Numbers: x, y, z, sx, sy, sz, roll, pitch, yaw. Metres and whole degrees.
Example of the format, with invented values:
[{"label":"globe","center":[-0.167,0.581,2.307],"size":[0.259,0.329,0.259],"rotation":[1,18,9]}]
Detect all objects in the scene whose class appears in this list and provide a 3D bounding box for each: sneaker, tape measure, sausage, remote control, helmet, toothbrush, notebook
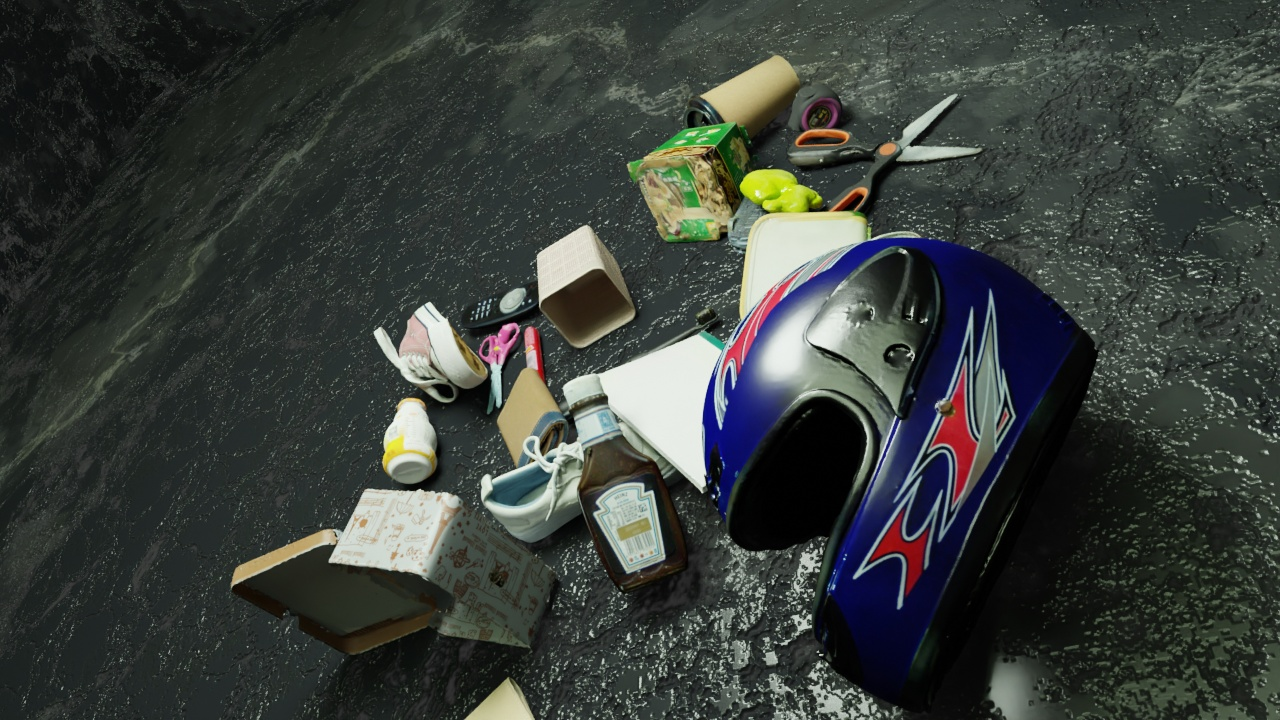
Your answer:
[{"label":"sneaker","center":[-0.050,0.098,0.911],"size":[0.242,0.091,0.089],"rotation":[-27,43,15]},{"label":"tape measure","center":[0.209,-0.299,1.093],"size":[0.057,0.057,0.039],"rotation":[1,37,-15]},{"label":"sausage","center":[-0.126,0.011,1.104],"size":[0.020,0.020,0.155],"rotation":[-28,42,14]},{"label":"remote control","center":[-0.177,-0.070,1.212],"size":[0.137,0.024,0.053],"rotation":[-16,44,25]},{"label":"helmet","center":[0.161,0.056,0.659],"size":[0.240,0.247,0.314],"rotation":[23,63,27]},{"label":"toothbrush","center":[-0.006,0.006,1.008],"size":[0.213,0.027,0.026],"rotation":[-34,34,9]},{"label":"notebook","center":[0.061,0.040,0.889],"size":[0.150,0.012,0.209],"rotation":[-23,36,-22]},{"label":"sneaker","center":[-0.264,-0.006,1.158],"size":[0.087,0.118,0.241],"rotation":[-39,28,-8]}]

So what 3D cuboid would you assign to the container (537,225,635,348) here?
[{"label":"container","center":[-0.070,-0.093,1.101],"size":[0.090,0.090,0.110],"rotation":[-30,39,12]}]

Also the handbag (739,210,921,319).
[{"label":"handbag","center":[0.195,-0.076,0.913],"size":[0.179,0.063,0.163],"rotation":[-2,52,18]}]

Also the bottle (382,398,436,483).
[{"label":"bottle","center":[-0.278,0.095,1.110],"size":[0.063,0.063,0.108],"rotation":[-28,42,14]}]

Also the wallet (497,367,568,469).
[{"label":"wallet","center":[-0.121,0.072,1.015],"size":[0.090,0.033,0.115],"rotation":[-63,36,20]}]

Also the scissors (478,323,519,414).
[{"label":"scissors","center":[-0.187,0.014,1.153],"size":[0.073,0.017,0.137],"rotation":[-19,49,31]}]

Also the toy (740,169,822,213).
[{"label":"toy","center":[0.150,-0.184,1.003],"size":[0.100,0.031,0.096],"rotation":[24,38,29]}]

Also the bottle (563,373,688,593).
[{"label":"bottle","center":[-0.021,0.107,0.831],"size":[0.080,0.044,0.194],"rotation":[-21,79,-3]}]

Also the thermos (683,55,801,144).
[{"label":"thermos","center":[0.128,-0.318,1.156],"size":[0.143,0.093,0.093],"rotation":[-36,40,-8]}]

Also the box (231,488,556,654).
[{"label":"box","center":[-0.240,0.214,0.885],"size":[0.260,0.179,0.110],"rotation":[-6,51,34]}]

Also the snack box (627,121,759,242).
[{"label":"snack box","center":[0.073,-0.220,1.098],"size":[0.118,0.118,0.105],"rotation":[3,44,39]}]

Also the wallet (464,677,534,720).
[{"label":"wallet","center":[-0.140,0.349,0.808],"size":[0.115,0.024,0.087],"rotation":[-43,41,-4]}]

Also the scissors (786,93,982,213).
[{"label":"scissors","center":[0.256,-0.219,1.017],"size":[0.221,0.022,0.234],"rotation":[29,75,43]}]

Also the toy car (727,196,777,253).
[{"label":"toy car","center":[0.139,-0.167,1.046],"size":[0.054,0.037,0.120],"rotation":[1,45,29]}]
